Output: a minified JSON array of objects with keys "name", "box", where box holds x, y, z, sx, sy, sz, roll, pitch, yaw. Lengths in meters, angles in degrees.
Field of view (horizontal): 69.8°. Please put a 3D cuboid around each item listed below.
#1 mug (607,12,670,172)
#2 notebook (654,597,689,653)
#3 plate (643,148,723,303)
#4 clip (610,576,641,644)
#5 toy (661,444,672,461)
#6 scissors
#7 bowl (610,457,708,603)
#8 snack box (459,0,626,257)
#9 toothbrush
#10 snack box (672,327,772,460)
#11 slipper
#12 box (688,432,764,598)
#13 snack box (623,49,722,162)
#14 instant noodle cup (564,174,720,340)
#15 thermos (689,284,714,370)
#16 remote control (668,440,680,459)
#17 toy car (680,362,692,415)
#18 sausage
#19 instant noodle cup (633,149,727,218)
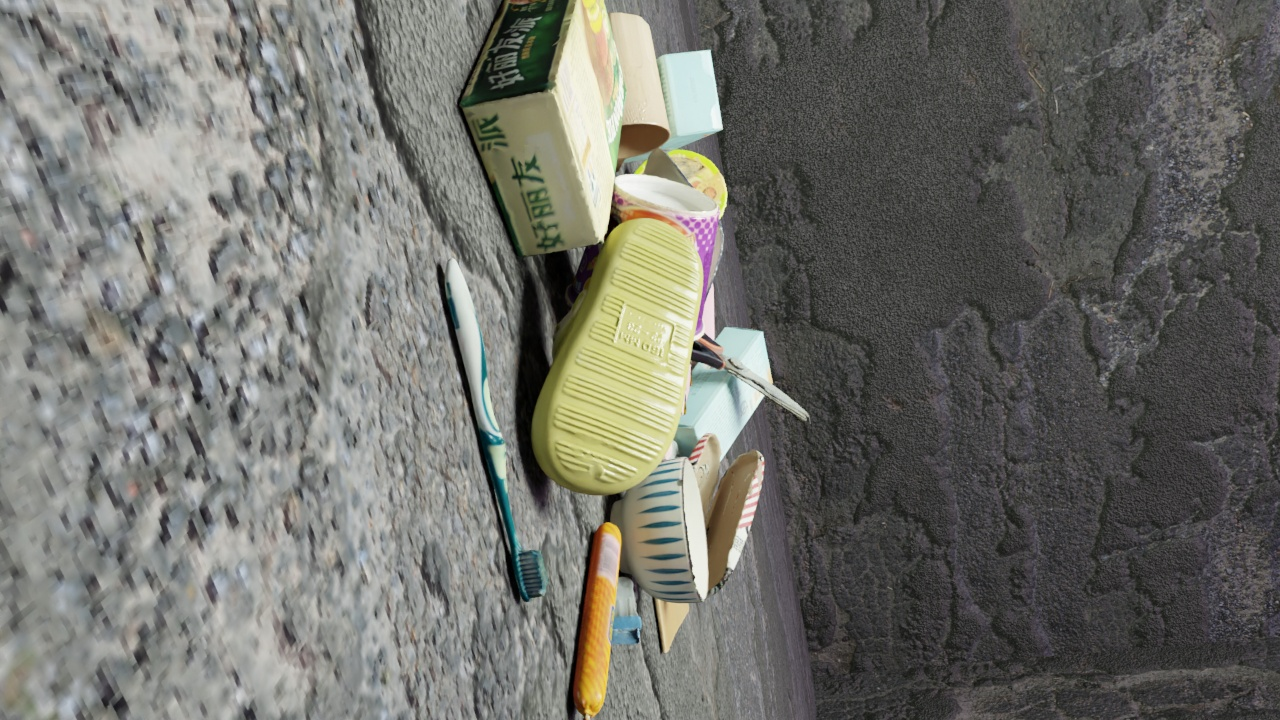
[{"name":"mug","box":[-0.026,-0.240,0.840,0.125,0.084,0.103,145,-63,-75]},{"name":"notebook","box":[0.020,0.166,0.914,0.147,0.008,0.207,0,82,-79]},{"name":"plate","box":[0.013,-0.097,0.848,0.164,0.034,0.164,-120,-146,-42]},{"name":"clip","box":[-0.013,0.186,0.684,0.058,0.026,0.038,-96,-176,-58]},{"name":"toy","box":[-0.005,0.005,0.776,0.121,0.054,0.159,64,13,-60]},{"name":"scissors","box":[0.083,0.005,0.943,0.185,0.015,0.208,0,43,-52]},{"name":"bowl","box":[0.014,0.139,0.743,0.116,0.066,0.116,-7,89,-80]},{"name":"snack box","box":[-0.057,-0.186,0.643,0.239,0.063,0.114,-87,164,-49]},{"name":"toothbrush","box":[-0.075,0.040,0.483,0.016,0.018,0.192,-57,137,-74]},{"name":"snack box","box":[0.083,0.043,1.000,0.174,0.052,0.074,-51,136,-39]},{"name":"slipper","box":[-0.017,-0.001,0.603,0.082,0.091,0.190,-24,-136,63]},{"name":"box","box":[0.057,0.144,0.883,0.076,0.087,0.162,-36,-153,55]},{"name":"snack box","box":[0.018,-0.247,0.909,0.175,0.051,0.074,-172,-110,-68]},{"name":"instant noodle cup","box":[0.006,-0.079,0.681,0.111,0.111,0.099,-76,180,-64]},{"name":"thermos","box":[0.055,-0.028,1.121,0.198,0.067,0.087,-85,-168,-52]},{"name":"remote control","box":[0.038,0.149,0.937,0.055,0.020,0.136,-75,154,-64]},{"name":"toy car","box":[0.022,0.023,0.908,0.122,0.056,0.037,-73,155,-67]},{"name":"sausage","box":[-0.028,0.169,0.617,0.164,0.021,0.021,-83,161,-53]},{"name":"instant noodle cup","box":[0.046,-0.171,1.082,0.123,0.112,0.111,66,17,-76]}]
